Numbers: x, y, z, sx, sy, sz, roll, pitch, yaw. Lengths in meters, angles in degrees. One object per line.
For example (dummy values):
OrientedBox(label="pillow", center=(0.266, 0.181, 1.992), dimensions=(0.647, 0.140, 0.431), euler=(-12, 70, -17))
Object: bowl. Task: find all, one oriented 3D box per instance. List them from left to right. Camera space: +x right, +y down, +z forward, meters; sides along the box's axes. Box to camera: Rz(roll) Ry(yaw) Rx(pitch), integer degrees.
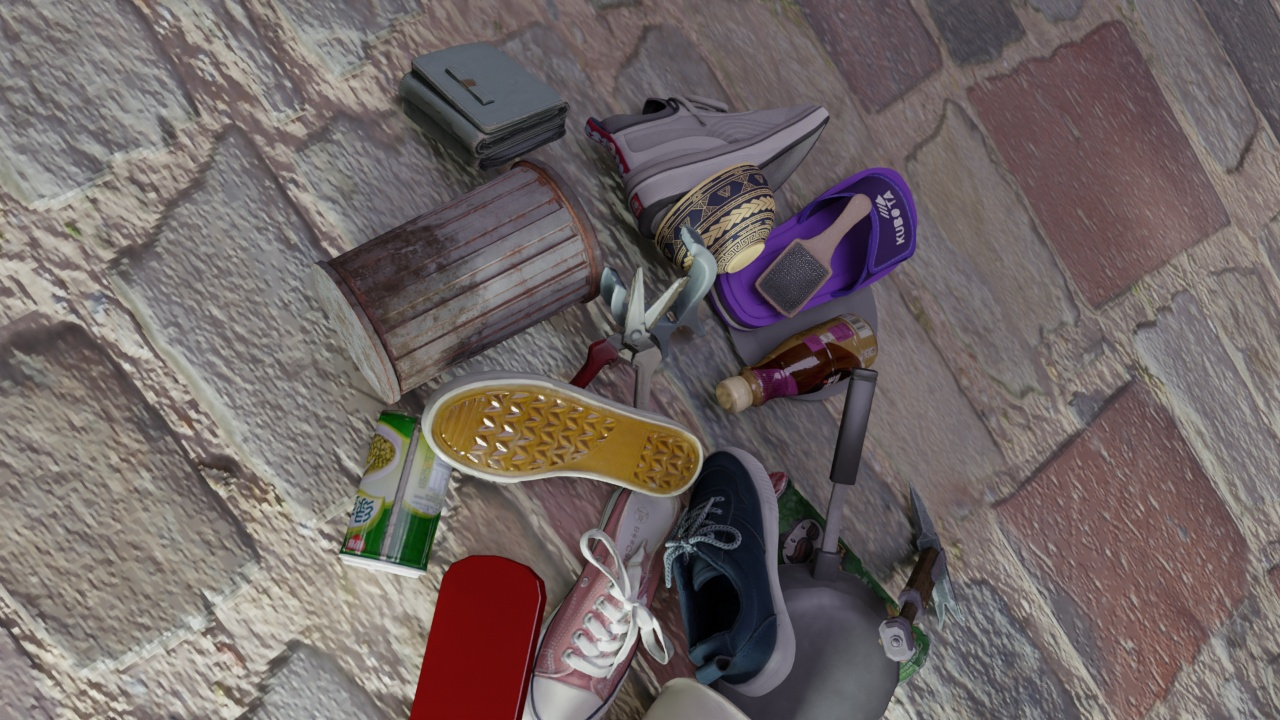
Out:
OrientedBox(label="bowl", center=(0.076, -0.113, 0.812), dimensions=(0.112, 0.113, 0.061), euler=(-29, 74, -25))

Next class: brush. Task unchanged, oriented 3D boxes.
OrientedBox(label="brush", center=(-0.126, 0.242, 0.725), dimensions=(0.082, 0.042, 0.173), euler=(9, 76, 8))
OrientedBox(label="brush", center=(0.167, -0.103, 0.852), dimensions=(0.050, 0.015, 0.135), euler=(43, 88, -5))

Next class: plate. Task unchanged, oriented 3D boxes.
OrientedBox(label="plate", center=(0.162, -0.048, 0.926), dimensions=(0.178, 0.012, 0.178), euler=(4, 79, -22))

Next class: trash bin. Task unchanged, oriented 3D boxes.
OrientedBox(label="trash bin", center=(-0.137, -0.069, 0.741), dimensions=(0.210, 0.131, 0.131), euler=(-31, 93, -23))

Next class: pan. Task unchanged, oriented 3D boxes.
OrientedBox(label="pan", center=(0.159, 0.182, 0.790), dimensions=(0.178, 0.041, 0.357), euler=(9, 99, -4))

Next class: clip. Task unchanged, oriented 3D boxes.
OrientedBox(label="clip", center=(-0.003, -0.039, 0.786), dimensions=(0.141, 0.172, 0.029), euler=(-23, 62, -8))

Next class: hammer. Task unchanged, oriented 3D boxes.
OrientedBox(label="hammer", center=(0.239, 0.195, 0.796), dimensions=(0.316, 0.028, 0.147), euler=(0, 74, -68))

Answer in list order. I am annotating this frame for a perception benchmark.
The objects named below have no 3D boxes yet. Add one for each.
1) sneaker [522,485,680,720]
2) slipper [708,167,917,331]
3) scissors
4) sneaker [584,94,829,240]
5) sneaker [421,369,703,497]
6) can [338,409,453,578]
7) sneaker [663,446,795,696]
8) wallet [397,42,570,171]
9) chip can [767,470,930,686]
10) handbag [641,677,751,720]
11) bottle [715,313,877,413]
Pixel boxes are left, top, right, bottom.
OrientedBox(label="sneaker", center=(-0.022, 0.204, 0.762), dimensions=(0.118, 0.088, 0.240), euler=(30, 70, -15))
OrientedBox(label="slipper", center=(0.194, -0.116, 0.897), dimensions=(0.265, 0.084, 0.107), euler=(-28, 92, -25))
OrientedBox(label="scissors", center=(-0.017, 0.008, 0.776), dimensions=(0.194, 0.015, 0.179), euler=(-27, 134, 12))
OrientedBox(label="sneaker", center=(0.070, -0.211, 0.880), dimensions=(0.262, 0.097, 0.128), euler=(-27, 74, -32))
OrientedBox(label="sneaker", center=(-0.064, 0.054, 0.747), dimensions=(0.235, 0.079, 0.087), euler=(13, 98, -26))
OrientedBox(label="can", center=(-0.188, 0.105, 0.722), dimensions=(0.067, 0.067, 0.120), euler=(17, 74, -19))
OrientedBox(label="sneaker", center=(0.062, 0.158, 0.747), dimensions=(0.087, 0.089, 0.235), euler=(34, 31, -30))
OrientedBox(label="wallet", center=(-0.133, -0.217, 0.777), dimensions=(0.100, 0.054, 0.131), euler=(-34, 58, -23))
OrientedBox(label="chip can", center=(0.177, 0.207, 0.854), dimensions=(0.223, 0.076, 0.075), euler=(48, 67, -8))
OrientedBox(label="handbag", center=(0.074, 0.350, 0.714), dimensions=(0.199, 0.201, 0.092), euler=(36, 64, 10))
OrientedBox(label="bottle", center=(0.146, 0.007, 0.869), dimensions=(0.165, 0.060, 0.059), euler=(-22, 89, -25))
